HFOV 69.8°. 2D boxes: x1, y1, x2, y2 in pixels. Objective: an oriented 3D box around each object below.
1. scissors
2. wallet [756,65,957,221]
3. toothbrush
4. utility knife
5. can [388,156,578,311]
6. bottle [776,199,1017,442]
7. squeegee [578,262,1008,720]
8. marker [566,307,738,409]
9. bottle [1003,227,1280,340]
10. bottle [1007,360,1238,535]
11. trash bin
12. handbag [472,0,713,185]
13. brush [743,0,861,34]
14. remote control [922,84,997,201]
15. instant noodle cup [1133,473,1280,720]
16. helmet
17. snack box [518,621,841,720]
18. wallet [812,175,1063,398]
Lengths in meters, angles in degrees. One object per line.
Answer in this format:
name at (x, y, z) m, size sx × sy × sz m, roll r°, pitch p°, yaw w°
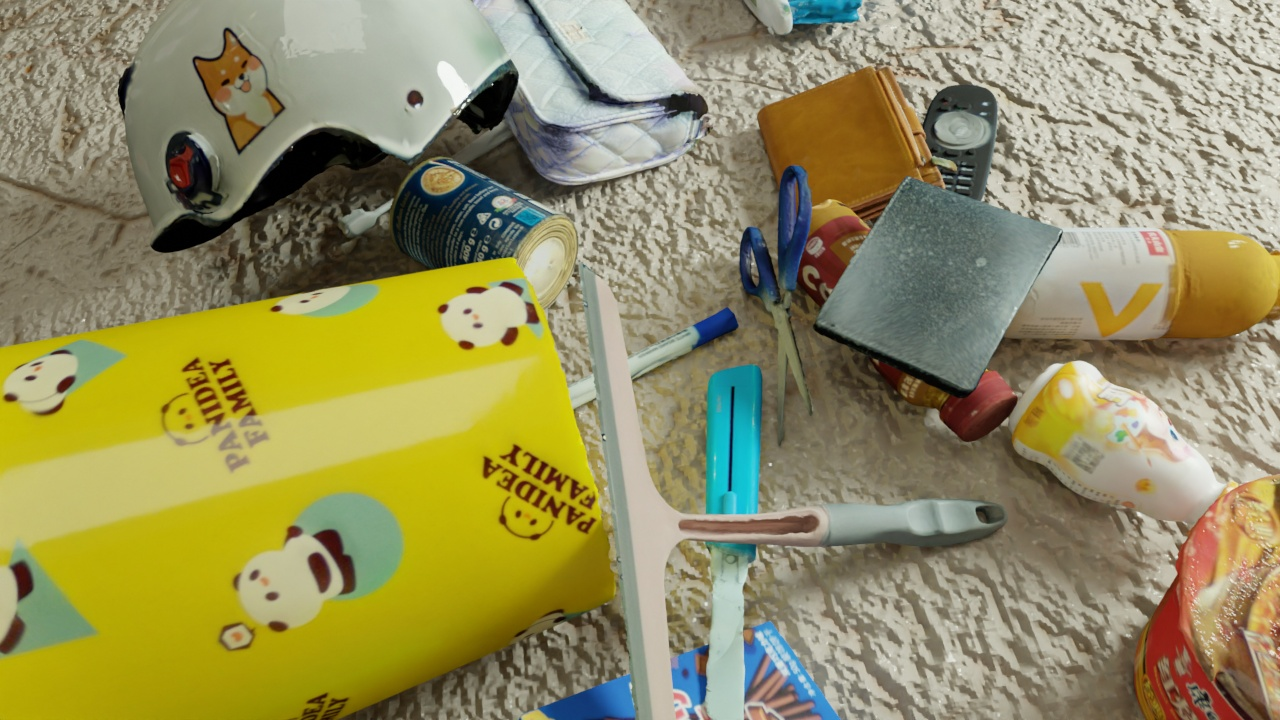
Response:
scissors at (0.088, -0.042, 0.566) m, size 0.012 × 0.164 × 0.162 m, roll 4°, pitch 25°, yaw -15°
wallet at (0.152, -0.154, 0.654) m, size 0.119 × 0.035 × 0.130 m, roll -17°, pitch 53°, yaw 12°
toothbrush at (-0.157, -0.149, 0.716) m, size 0.179 × 0.016 × 0.016 m, roll -37°, pitch 53°, yaw -17°
utility knife at (0.049, 0.085, 0.491) m, size 0.034 × 0.018 × 0.237 m, roll 0°, pitch 41°, yaw 7°
can at (-0.105, -0.084, 0.626) m, size 0.111 × 0.075 × 0.075 m, roll 29°, pitch 63°, yaw 24°
bottle at (0.155, -0.026, 0.563) m, size 0.057 × 0.057 × 0.175 m, roll -28°, pitch 57°, yaw -12°
squeegee at (0.087, 0.083, 0.462) m, size 0.249 × 0.040 × 0.247 m, roll 4°, pitch 65°, yaw -28°
marker at (-0.003, 0.003, 0.589) m, size 0.145 × 0.017 × 0.017 m, roll -26°, pitch 56°, yaw -11°
bottle at (0.300, -0.046, 0.552) m, size 0.189 × 0.068 × 0.067 m, roll 1°, pitch 56°, yaw 8°
bottle at (0.259, 0.049, 0.495) m, size 0.063 × 0.063 × 0.108 m, roll -41°, pitch 60°, yaw -20°
trash bin at (-0.161, 0.069, 0.449) m, size 0.255 × 0.230 × 0.229 m, roll -16°, pitch 55°, yaw -11°
handbag at (-0.046, -0.227, 0.714) m, size 0.134 × 0.076 × 0.193 m, roll -17°, pitch 55°, yaw -20°
brush at (0.082, -0.384, 0.828) m, size 0.109 × 0.061 × 0.314 m, roll -21°, pitch 53°, yaw -3°
remote control at (0.224, -0.145, 0.657) m, size 0.053 × 0.024 × 0.136 m, roll 9°, pitch 58°, yaw 21°
instant noodle cup at (0.294, 0.133, 0.404) m, size 0.138 × 0.109 × 0.137 m, roll -4°, pitch 55°, yaw 5°
helmet at (-0.227, -0.189, 0.608) m, size 0.274 × 0.157 × 0.229 m, roll -16°, pitch 17°, yaw 16°
snack box at (0.026, 0.176, 0.409) m, size 0.156 × 0.026 × 0.084 m, roll -6°, pitch 46°, yaw -40°
wallet at (0.169, -0.046, 0.526) m, size 0.097 × 0.019 × 0.120 m, roll 27°, pitch 72°, yaw 27°
